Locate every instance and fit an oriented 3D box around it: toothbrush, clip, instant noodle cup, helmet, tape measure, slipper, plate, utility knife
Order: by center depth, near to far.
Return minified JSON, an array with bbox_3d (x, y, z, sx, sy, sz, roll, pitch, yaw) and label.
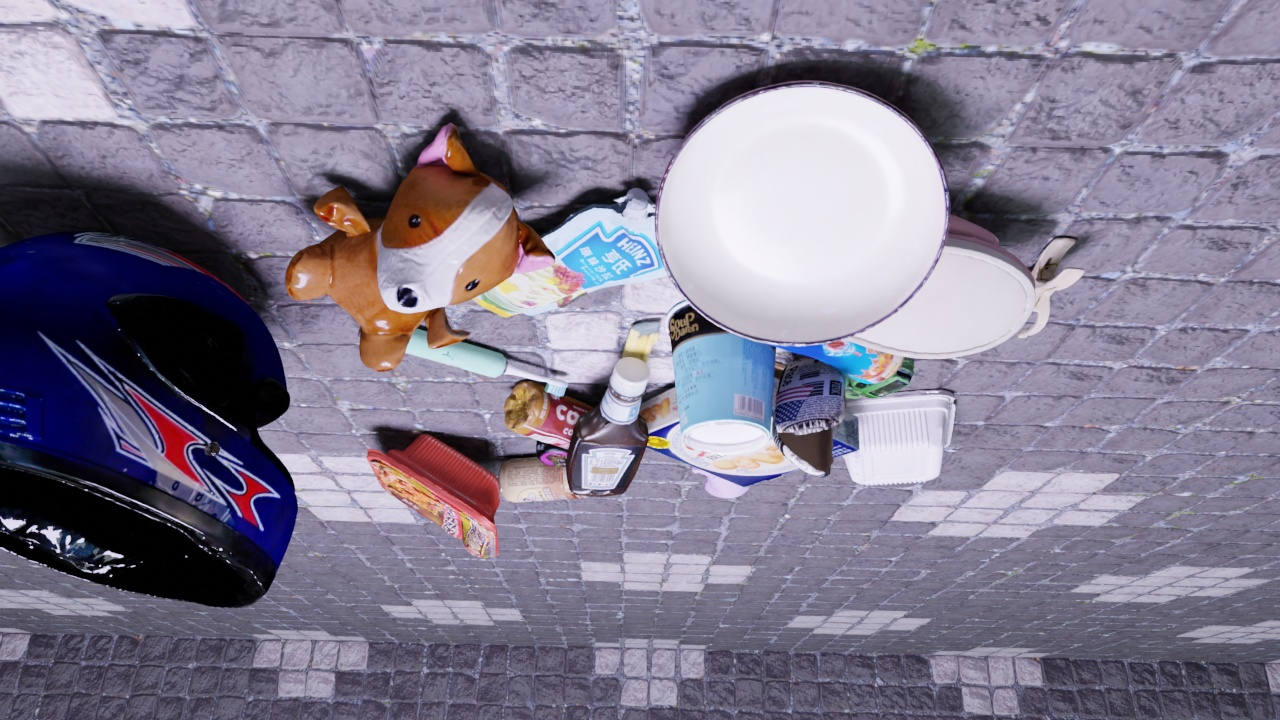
[{"bbox_3d":[0.106,-0.098,0.618,0.192,0.039,0.193,4,126,5],"label":"plate"},{"bbox_3d":[0.160,-0.071,0.690,0.274,0.054,0.114,12,127,-3],"label":"slipper"},{"bbox_3d":[-0.408,0.037,0.745,0.248,0.239,0.315,-16,139,31],"label":"helmet"},{"bbox_3d":[0.325,-0.046,0.749,0.034,0.081,0.105,7,165,-11],"label":"clip"},{"bbox_3d":[0.075,0.018,0.832,0.111,0.120,0.111,1,155,0],"label":"instant noodle cup"},{"bbox_3d":[-0.169,-0.002,0.910,0.224,0.027,0.026,18,-171,-31],"label":"toothbrush"},{"bbox_3d":[-0.006,0.005,0.939,0.031,0.021,0.199,9,158,-3],"label":"utility knife"},{"bbox_3d":[0.292,0.096,1.058,0.138,0.060,0.173,-5,155,13],"label":"instant noodle cup"},{"bbox_3d":[-0.099,0.107,1.121,0.057,0.039,0.058,-5,154,12],"label":"tape measure"},{"bbox_3d":[-0.247,0.164,1.158,0.189,0.079,0.165,30,155,5],"label":"instant noodle cup"}]

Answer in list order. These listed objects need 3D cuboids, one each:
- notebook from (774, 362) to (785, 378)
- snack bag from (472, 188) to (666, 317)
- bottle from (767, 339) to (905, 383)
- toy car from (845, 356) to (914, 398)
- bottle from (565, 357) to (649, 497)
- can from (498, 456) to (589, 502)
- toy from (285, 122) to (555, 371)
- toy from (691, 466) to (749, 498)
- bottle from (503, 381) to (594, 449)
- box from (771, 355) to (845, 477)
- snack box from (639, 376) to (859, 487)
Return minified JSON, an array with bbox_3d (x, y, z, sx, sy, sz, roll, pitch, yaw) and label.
[{"bbox_3d":[0.108,0.048,1.025,0.147,0.008,0.208,16,150,-28],"label":"notebook"},{"bbox_3d":[-0.050,-0.081,0.731,0.191,0.038,0.110,-14,144,27],"label":"snack bag"},{"bbox_3d":[0.134,-0.037,0.777,0.218,0.065,0.065,18,150,-32],"label":"bottle"},{"bbox_3d":[0.232,0.018,0.926,0.043,0.036,0.091,16,154,-32],"label":"toy car"},{"bbox_3d":[-0.029,0.073,0.958,0.079,0.044,0.195,2,139,-15],"label":"bottle"},{"bbox_3d":[-0.122,0.154,1.198,0.116,0.058,0.058,-5,154,14],"label":"can"},{"bbox_3d":[-0.164,-0.074,0.666,0.200,0.130,0.140,-24,124,29],"label":"toy"},{"bbox_3d":[0.113,0.159,1.219,0.084,0.038,0.108,-2,157,6],"label":"toy"},{"bbox_3d":[-0.070,0.075,1.031,0.058,0.057,0.174,-22,146,39],"label":"bottle"},{"bbox_3d":[0.160,0.035,0.846,0.076,0.162,0.087,30,117,0],"label":"box"},{"bbox_3d":[0.110,0.075,1.000,0.182,0.045,0.178,24,148,-29],"label":"snack box"}]
